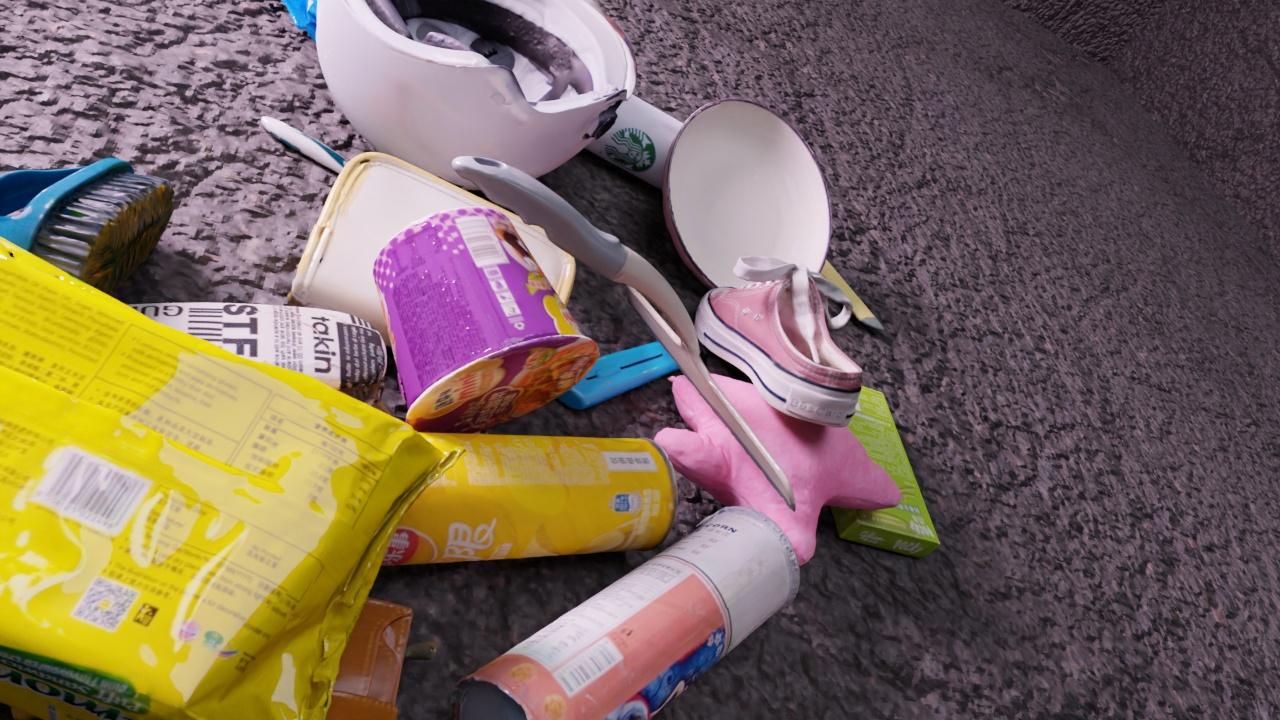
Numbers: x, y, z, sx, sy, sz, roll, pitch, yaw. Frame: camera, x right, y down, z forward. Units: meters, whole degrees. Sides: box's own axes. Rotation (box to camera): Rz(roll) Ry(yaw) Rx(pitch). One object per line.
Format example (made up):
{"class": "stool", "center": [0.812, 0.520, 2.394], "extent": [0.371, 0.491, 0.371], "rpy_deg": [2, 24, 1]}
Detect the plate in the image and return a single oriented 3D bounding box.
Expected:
{"class": "plate", "center": [0.093, -0.141, 0.840], "extent": [0.192, 0.039, 0.192], "rpy_deg": [5, 81, -32]}

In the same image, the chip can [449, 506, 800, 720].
{"class": "chip can", "center": [0.002, 0.148, 0.487], "extent": [0.214, 0.071, 0.071], "rpy_deg": [-20, 65, -48]}

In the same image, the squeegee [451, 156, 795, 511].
{"class": "squeegee", "center": [-0.015, -0.051, 0.544], "extent": [0.246, 0.039, 0.246], "rpy_deg": [41, 9, -42]}

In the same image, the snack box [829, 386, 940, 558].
{"class": "snack box", "center": [0.179, 0.080, 0.740], "extent": [0.085, 0.026, 0.156], "rpy_deg": [17, 41, -25]}

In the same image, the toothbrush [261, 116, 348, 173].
{"class": "toothbrush", "center": [-0.188, -0.127, 0.669], "extent": [0.191, 0.018, 0.016], "rpy_deg": [31, 38, -9]}

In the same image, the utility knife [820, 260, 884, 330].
{"class": "utility knife", "center": [0.197, -0.086, 0.940], "extent": [0.030, 0.018, 0.151], "rpy_deg": [-2, 54, -46]}

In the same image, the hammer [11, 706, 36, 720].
{"class": "hammer", "center": [-0.318, 0.012, 0.405], "extent": [0.323, 0.032, 0.125], "rpy_deg": [49, 39, 15]}

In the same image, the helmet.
{"class": "helmet", "center": [-0.132, -0.219, 0.707], "extent": [0.229, 0.146, 0.257], "rpy_deg": [45, 33, 7]}

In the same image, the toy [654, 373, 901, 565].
{"class": "toy", "center": [0.093, 0.059, 0.656], "extent": [0.178, 0.075, 0.194], "rpy_deg": [41, 34, 25]}

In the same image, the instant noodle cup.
{"class": "instant noodle cup", "center": [-0.094, -0.023, 0.513], "extent": [0.111, 0.112, 0.099], "rpy_deg": [-9, 65, -44]}

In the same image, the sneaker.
{"class": "sneaker", "center": [0.106, -0.030, 0.682], "extent": [0.118, 0.088, 0.241], "rpy_deg": [14, 14, -14]}

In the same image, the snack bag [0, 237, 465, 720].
{"class": "snack bag", "center": [-0.210, 0.049, 0.350], "extent": [0.246, 0.068, 0.157], "rpy_deg": [24, 57, -6]}

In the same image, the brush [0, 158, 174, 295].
{"class": "brush", "center": [-0.293, -0.072, 0.470], "extent": [0.073, 0.055, 0.143], "rpy_deg": [19, 19, -16]}

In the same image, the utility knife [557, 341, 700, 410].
{"class": "utility knife", "center": [-0.004, 0.004, 0.680], "extent": [0.034, 0.018, 0.165], "rpy_deg": [50, 37, 17]}

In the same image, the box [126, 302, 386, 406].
{"class": "box", "center": [-0.214, -0.003, 0.471], "extent": [0.164, 0.065, 0.074], "rpy_deg": [-2, 68, -28]}

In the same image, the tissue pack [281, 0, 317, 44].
{"class": "tissue pack", "center": [-0.237, -0.298, 0.782], "extent": [0.156, 0.052, 0.095], "rpy_deg": [-12, 57, -46]}

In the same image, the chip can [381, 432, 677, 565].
{"class": "chip can", "center": [-0.083, 0.073, 0.497], "extent": [0.213, 0.072, 0.072], "rpy_deg": [4, 48, -36]}

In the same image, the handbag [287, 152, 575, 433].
{"class": "handbag", "center": [-0.138, -0.026, 0.582], "extent": [0.163, 0.063, 0.178], "rpy_deg": [24, 54, -17]}

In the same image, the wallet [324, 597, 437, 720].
{"class": "wallet", "center": [-0.153, 0.156, 0.390], "extent": [0.119, 0.035, 0.130], "rpy_deg": [16, 42, -17]}

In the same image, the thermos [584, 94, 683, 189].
{"class": "thermos", "center": [-0.009, -0.211, 0.864], "extent": [0.224, 0.073, 0.073], "rpy_deg": [26, 38, -16]}
